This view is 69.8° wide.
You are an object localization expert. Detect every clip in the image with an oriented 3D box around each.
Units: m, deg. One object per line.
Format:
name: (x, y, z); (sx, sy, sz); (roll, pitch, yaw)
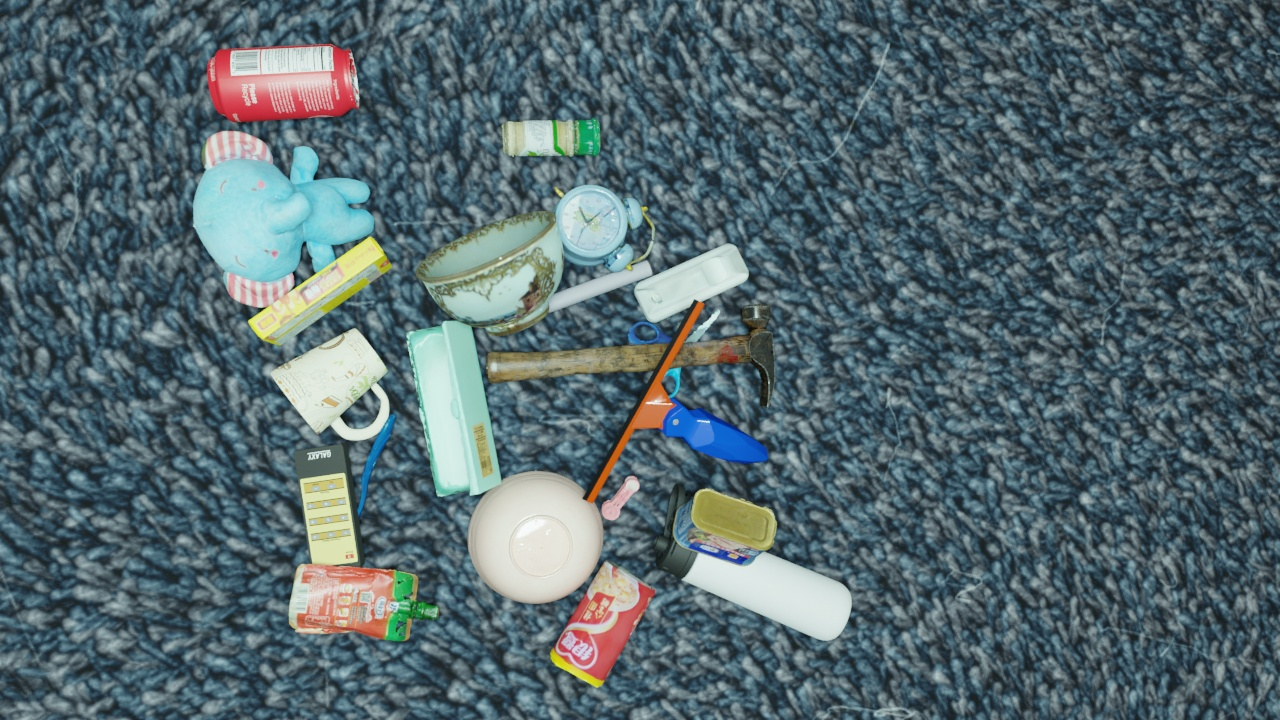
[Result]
clip: (-0.020, 0.155, 1.036); (0.023, 0.044, 0.060); (40, 68, -2)

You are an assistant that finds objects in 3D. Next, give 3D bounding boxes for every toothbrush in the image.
toothbrush: (-0.296, 0.119, 1.002); (0.016, 0.021, 0.132); (20, 88, -4)
toothbrush: (-0.076, -0.075, 1.045); (0.188, 0.018, 0.019); (-21, 80, -9)

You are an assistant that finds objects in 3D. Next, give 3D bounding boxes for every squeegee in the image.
squeegee: (0.073, 0.080, 1.021); (0.184, 0.055, 0.249); (24, 99, -33)

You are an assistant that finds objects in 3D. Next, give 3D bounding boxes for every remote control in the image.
remote control: (-0.335, 0.159, 0.988); (0.058, 0.013, 0.133); (-10, 89, 7)
remote control: (0.060, -0.091, 1.062); (0.133, 0.022, 0.050); (-25, 84, -11)

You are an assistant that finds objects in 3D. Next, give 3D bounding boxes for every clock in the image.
clock: (-0.045, -0.150, 1.037); (0.124, 0.052, 0.088); (16, 83, -8)

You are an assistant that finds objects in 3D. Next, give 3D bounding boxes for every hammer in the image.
hammer: (-0.006, 0.006, 1.030); (0.330, 0.033, 0.120); (-4, 88, -13)

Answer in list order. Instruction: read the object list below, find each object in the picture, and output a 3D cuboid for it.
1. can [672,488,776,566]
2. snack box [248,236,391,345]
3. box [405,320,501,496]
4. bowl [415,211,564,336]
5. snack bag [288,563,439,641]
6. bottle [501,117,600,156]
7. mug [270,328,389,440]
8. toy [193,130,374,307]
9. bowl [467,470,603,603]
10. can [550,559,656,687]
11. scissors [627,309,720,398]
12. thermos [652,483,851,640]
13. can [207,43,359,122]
can: (0.091, 0.179, 0.987); (0.100, 0.059, 0.053); (19, 58, -9)
snack box: (-0.337, -0.072, 0.976); (0.152, 0.075, 0.025); (-37, 92, -9)
box: (-0.200, 0.051, 0.984); (0.077, 0.091, 0.188); (-10, 89, -11)
bowl: (-0.147, -0.084, 0.978); (0.159, 0.160, 0.094); (-26, 114, -9)
snack bag: (-0.294, 0.262, 0.983); (0.155, 0.044, 0.087); (9, 105, -9)
bottle: (-0.101, -0.252, 1.038); (0.110, 0.043, 0.042); (-3, 88, -9)
mug: (-0.317, 0.033, 0.984); (0.097, 0.081, 0.122); (-38, 114, -16)
toy: (-0.372, -0.151, 0.965); (0.180, 0.115, 0.183); (-9, 99, -21)
bowl: (-0.111, 0.197, 0.998); (0.153, 0.076, 0.153); (0, 88, -9)
can: (-0.041, 0.288, 1.009); (0.066, 0.067, 0.124); (32, 83, -6)
scissors: (0.044, -0.022, 1.064); (0.130, 0.014, 0.117); (-45, 93, -8)
thermos: (0.128, 0.230, 1.043); (0.230, 0.069, 0.101); (24, 71, -6)
can: (-0.379, -0.296, 0.980); (0.142, 0.074, 0.074); (-6, 88, -9)
